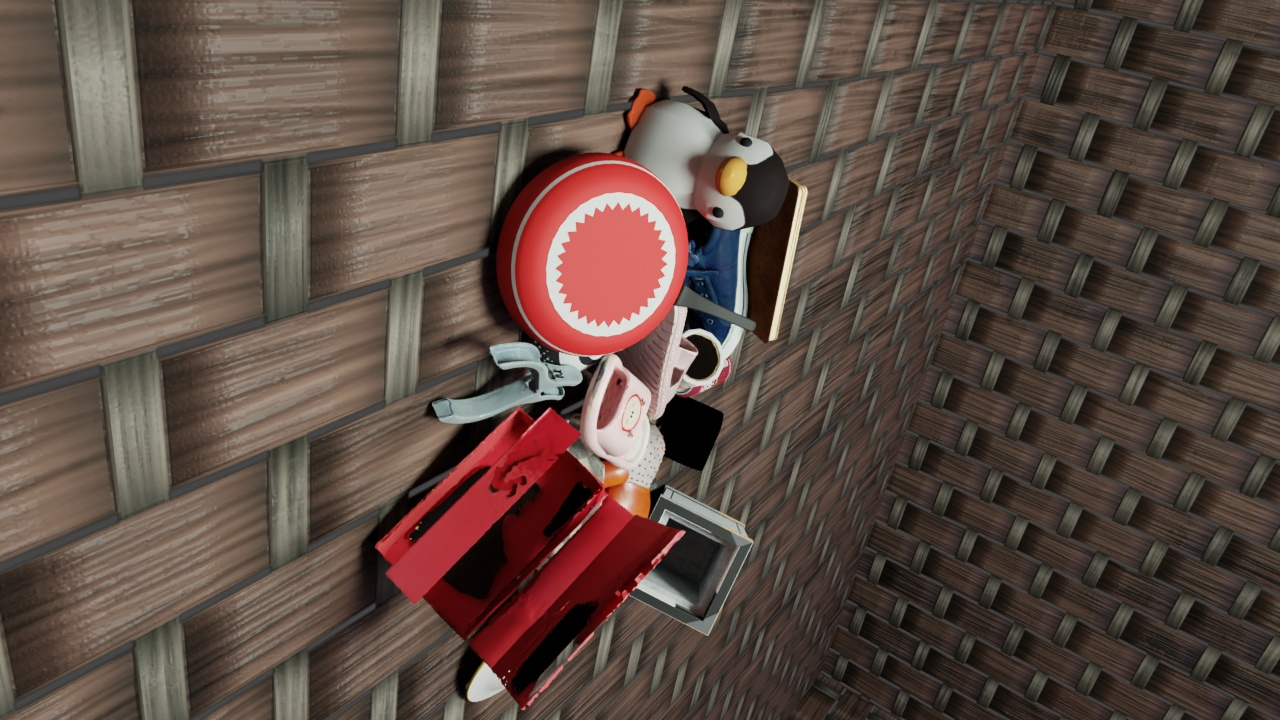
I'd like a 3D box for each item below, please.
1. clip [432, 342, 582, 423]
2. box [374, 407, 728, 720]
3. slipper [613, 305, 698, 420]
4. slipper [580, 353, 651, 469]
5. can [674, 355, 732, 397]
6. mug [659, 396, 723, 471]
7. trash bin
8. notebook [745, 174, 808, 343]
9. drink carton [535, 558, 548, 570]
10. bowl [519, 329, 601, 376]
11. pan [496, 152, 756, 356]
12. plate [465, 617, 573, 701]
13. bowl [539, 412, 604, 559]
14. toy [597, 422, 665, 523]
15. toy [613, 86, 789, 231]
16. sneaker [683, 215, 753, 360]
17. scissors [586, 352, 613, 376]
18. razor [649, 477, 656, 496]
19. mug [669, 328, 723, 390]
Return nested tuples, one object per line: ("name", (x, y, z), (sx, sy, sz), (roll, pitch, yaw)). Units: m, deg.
("clip", (-0.112, 0.008, 0.926), (0.173, 0.030, 0.159), (-12, 157, -40))
("box", (-0.088, 0.208, 0.901), (0.210, 0.318, 0.121), (-44, 144, -17))
("slipper", (0.025, -0.025, 1.144), (0.064, 0.094, 0.240), (-28, 149, -30))
("slipper", (-0.024, 0.072, 1.103), (0.222, 0.056, 0.106), (64, 44, -61))
("can", (0.085, 0.015, 1.356), (0.113, 0.063, 0.063), (-17, 127, -56))
("mug", (0.065, 0.104, 1.377), (0.121, 0.085, 0.094), (23, 90, -58))
("trash bin", (0.067, 0.291, 1.385), (0.142, 0.142, 0.247), (-64, 175, -2))
("notebook", (0.150, -0.159, 1.224), (0.024, 0.167, 0.226), (-11, 127, -25))
("drink carton", (-0.101, 0.240, 1.218), (0.040, 0.058, 0.123), (-30, 138, -49))
("bowl", (-0.071, -0.033, 1.028), (0.119, 0.066, 0.120), (-42, 146, -38))
("pan", (0.013, -0.082, 0.976), (0.355, 0.067, 0.209), (20, 97, -36))
("plate", (-0.138, 0.384, 1.244), (0.229, 0.021, 0.230), (-39, 157, -20))
("bowl", (-0.109, 0.148, 1.082), (0.178, 0.081, 0.178), (1, 89, -73))
("toy", (-0.025, 0.168, 1.273), (0.163, 0.093, 0.172), (11, 91, -66))
("toy", (0.080, -0.207, 1.020), (0.140, 0.184, 0.159), (7, 106, -63))
("sneaker", (0.077, -0.114, 1.216), (0.127, 0.120, 0.295), (-18, 129, -26))
("scissors", (-0.048, -0.014, 1.109), (0.122, 0.019, 0.149), (-42, 131, -56))
("razor", (0.013, 0.166, 1.403), (0.042, 0.022, 0.144), (-46, 148, -35))
("mug", (0.049, -0.010, 1.235), (0.073, 0.105, 0.090), (-48, -168, -20))
